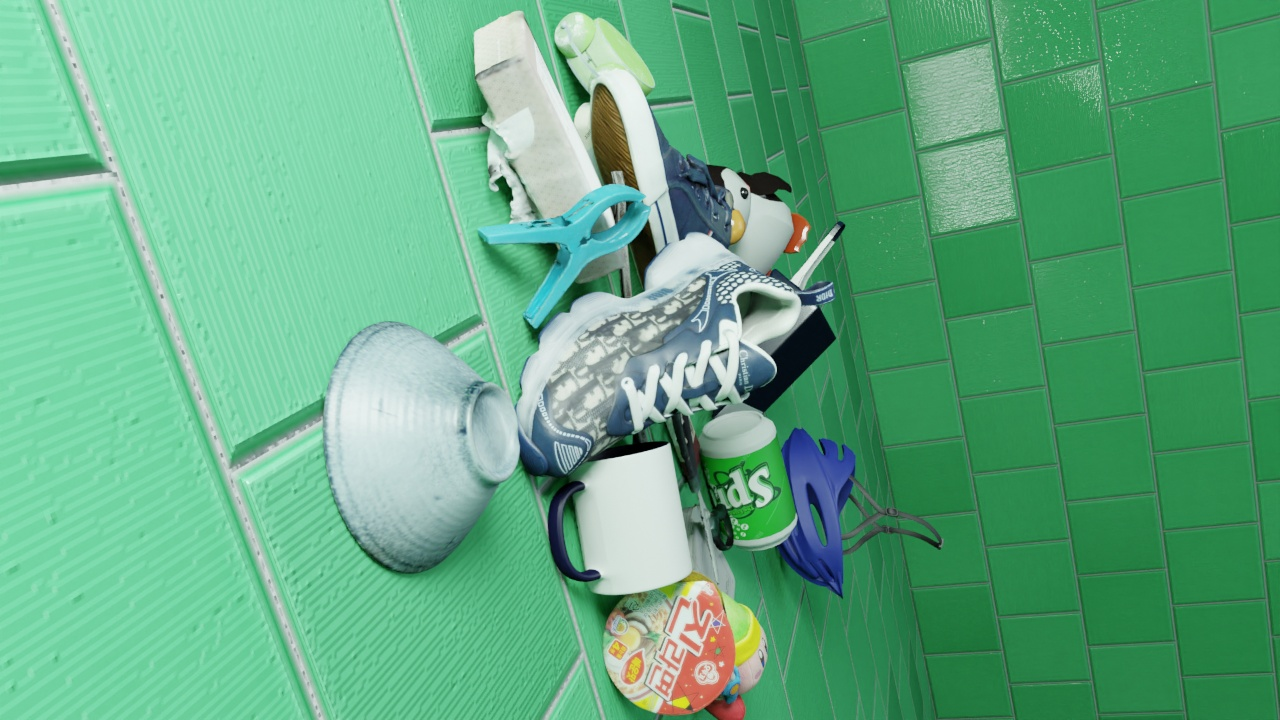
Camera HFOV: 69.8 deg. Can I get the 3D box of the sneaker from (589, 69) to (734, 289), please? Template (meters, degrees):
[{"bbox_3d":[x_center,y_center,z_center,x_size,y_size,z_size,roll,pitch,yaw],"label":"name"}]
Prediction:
[{"bbox_3d":[0.042,-0.147,0.836,0.120,0.127,0.295,53,-9,43],"label":"sneaker"}]

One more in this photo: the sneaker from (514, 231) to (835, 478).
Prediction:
[{"bbox_3d":[0.029,0.000,0.664,0.268,0.132,0.103,-41,134,-37],"label":"sneaker"}]

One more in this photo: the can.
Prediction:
[{"bbox_3d":[0.119,0.133,1.021,0.087,0.088,0.140,-54,131,-64],"label":"can"}]

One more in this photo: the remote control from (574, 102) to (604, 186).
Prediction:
[{"bbox_3d":[-0.029,-0.181,0.854,0.126,0.018,0.038,64,37,-40],"label":"remote control"}]

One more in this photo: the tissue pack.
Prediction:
[{"bbox_3d":[-0.073,-0.146,0.668,0.103,0.071,0.181,-101,172,-49],"label":"tissue pack"}]

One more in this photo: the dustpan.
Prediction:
[{"bbox_3d":[0.179,-0.046,1.131,0.080,0.273,0.236,46,7,17],"label":"dustpan"}]

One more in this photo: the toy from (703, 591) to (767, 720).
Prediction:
[{"bbox_3d":[0.069,0.265,0.861,0.123,0.097,0.131,-51,147,-58],"label":"toy"}]

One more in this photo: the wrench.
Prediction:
[{"bbox_3d":[-0.009,-0.020,0.771,0.070,0.010,0.273,-140,-136,-79],"label":"wrench"}]

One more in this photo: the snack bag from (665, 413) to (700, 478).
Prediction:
[{"bbox_3d":[0.035,0.054,0.934,0.056,0.013,0.158,-73,148,-55],"label":"snack bag"}]

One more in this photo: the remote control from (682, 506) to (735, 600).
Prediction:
[{"bbox_3d":[0.067,0.215,0.937,0.074,0.019,0.151,-79,153,-45],"label":"remote control"}]

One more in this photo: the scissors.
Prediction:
[{"bbox_3d":[0.065,0.131,0.921,0.205,0.015,0.201,49,29,-65],"label":"scissors"}]

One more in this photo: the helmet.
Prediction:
[{"bbox_3d":[0.293,0.203,1.267,0.148,0.228,0.241,59,28,-66],"label":"helmet"}]

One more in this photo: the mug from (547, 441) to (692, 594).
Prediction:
[{"bbox_3d":[-0.020,0.117,0.672,0.111,0.079,0.097,-11,91,-43],"label":"mug"}]

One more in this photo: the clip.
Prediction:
[{"bbox_3d":[-0.048,-0.090,0.637,0.026,0.116,0.097,43,-17,49],"label":"clip"}]

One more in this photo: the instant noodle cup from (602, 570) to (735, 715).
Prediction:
[{"bbox_3d":[0.029,0.216,0.738,0.112,0.100,0.100,0,80,-81],"label":"instant noodle cup"}]

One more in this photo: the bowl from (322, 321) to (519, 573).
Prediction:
[{"bbox_3d":[-0.101,0.042,0.490,0.137,0.057,0.137,-9,90,-71],"label":"bowl"}]

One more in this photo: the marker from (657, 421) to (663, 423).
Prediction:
[{"bbox_3d":[-0.005,0.005,0.851,0.011,0.011,0.152,-79,152,-46],"label":"marker"}]

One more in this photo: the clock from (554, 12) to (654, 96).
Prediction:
[{"bbox_3d":[-0.031,-0.265,0.823,0.094,0.043,0.119,55,23,6],"label":"clock"}]

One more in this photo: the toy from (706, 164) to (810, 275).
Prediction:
[{"bbox_3d":[0.084,-0.164,1.045,0.140,0.159,0.184,42,13,30],"label":"toy"}]
